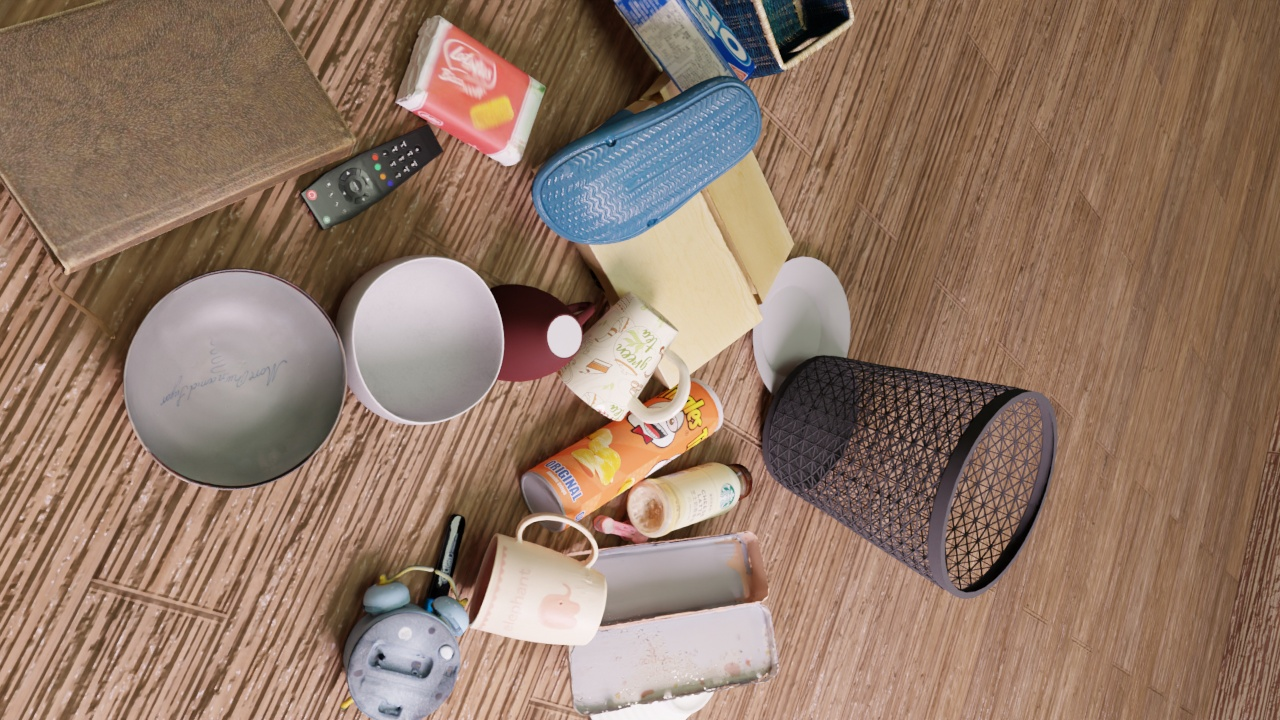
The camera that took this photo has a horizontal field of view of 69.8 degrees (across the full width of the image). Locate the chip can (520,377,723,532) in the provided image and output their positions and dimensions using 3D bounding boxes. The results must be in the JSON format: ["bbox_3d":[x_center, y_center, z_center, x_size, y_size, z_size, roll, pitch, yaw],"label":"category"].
[{"bbox_3d":[-0.013,0.087,0.882,0.209,0.062,0.062,-29,111,-35],"label":"chip can"}]

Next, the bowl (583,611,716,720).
[{"bbox_3d":[0.031,0.311,0.934,0.177,0.071,0.177,-3,95,-40],"label":"bowl"}]

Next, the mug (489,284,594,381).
[{"bbox_3d":[-0.081,-0.028,0.798,0.113,0.088,0.087,-29,112,-35],"label":"mug"}]

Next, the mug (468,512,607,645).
[{"bbox_3d":[-0.082,0.188,0.792,0.104,0.085,0.111,20,88,-13],"label":"mug"}]

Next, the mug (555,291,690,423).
[{"bbox_3d":[-0.005,0.005,0.826,0.097,0.122,0.081,-50,151,8],"label":"mug"}]

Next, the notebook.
[{"bbox_3d":[-0.306,-0.146,0.604,0.214,0.035,0.190,-35,99,-33],"label":"notebook"}]

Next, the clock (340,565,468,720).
[{"bbox_3d":[-0.190,0.228,0.742,0.088,0.052,0.124,23,80,-23],"label":"clock"}]

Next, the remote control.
[{"bbox_3d":[-0.211,-0.148,0.729,0.124,0.010,0.039,-42,118,-30],"label":"remote control"}]

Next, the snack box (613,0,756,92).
[{"bbox_3d":[0.013,-0.334,0.830,0.226,0.060,0.059,51,37,-13],"label":"snack box"}]

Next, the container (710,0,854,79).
[{"bbox_3d":[0.132,-0.409,0.958,0.145,0.071,0.187,-40,118,-31],"label":"container"}]

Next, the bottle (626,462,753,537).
[{"bbox_3d":[0.057,0.138,0.943,0.161,0.057,0.056,-6,97,-50],"label":"bottle"}]

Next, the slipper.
[{"bbox_3d":[0.007,-0.173,0.798,0.213,0.059,0.104,-28,122,-3],"label":"slipper"}]

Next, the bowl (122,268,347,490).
[{"bbox_3d":[-0.288,0.012,0.647,0.150,0.057,0.151,-4,96,-38],"label":"bowl"}]

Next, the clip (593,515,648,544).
[{"bbox_3d":[-0.022,0.166,0.912,0.057,0.035,0.022,24,81,-34],"label":"clip"}]

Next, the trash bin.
[{"bbox_3d":[0.278,0.103,0.992,0.216,0.243,0.217,-17,116,-38],"label":"trash bin"}]

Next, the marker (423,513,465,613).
[{"bbox_3d":[-0.171,0.193,0.789,0.018,0.015,0.123,18,83,-36],"label":"marker"}]

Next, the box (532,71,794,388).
[{"bbox_3d":[0.047,-0.147,0.911,0.260,0.097,0.247,-49,123,-33],"label":"box"}]

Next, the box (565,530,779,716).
[{"bbox_3d":[0.029,0.248,0.882,0.216,0.043,0.148,-3,67,-24],"label":"box"}]

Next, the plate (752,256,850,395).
[{"bbox_3d":[0.183,-0.033,1.067,0.172,0.019,0.173,-4,96,-40],"label":"plate"}]

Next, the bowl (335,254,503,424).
[{"bbox_3d":[-0.181,-0.017,0.731,0.131,0.064,0.132,-4,96,-40],"label":"bowl"}]

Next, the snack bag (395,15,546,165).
[{"bbox_3d":[-0.140,-0.223,0.767,0.115,0.036,0.077,25,78,-39],"label":"snack bag"}]
